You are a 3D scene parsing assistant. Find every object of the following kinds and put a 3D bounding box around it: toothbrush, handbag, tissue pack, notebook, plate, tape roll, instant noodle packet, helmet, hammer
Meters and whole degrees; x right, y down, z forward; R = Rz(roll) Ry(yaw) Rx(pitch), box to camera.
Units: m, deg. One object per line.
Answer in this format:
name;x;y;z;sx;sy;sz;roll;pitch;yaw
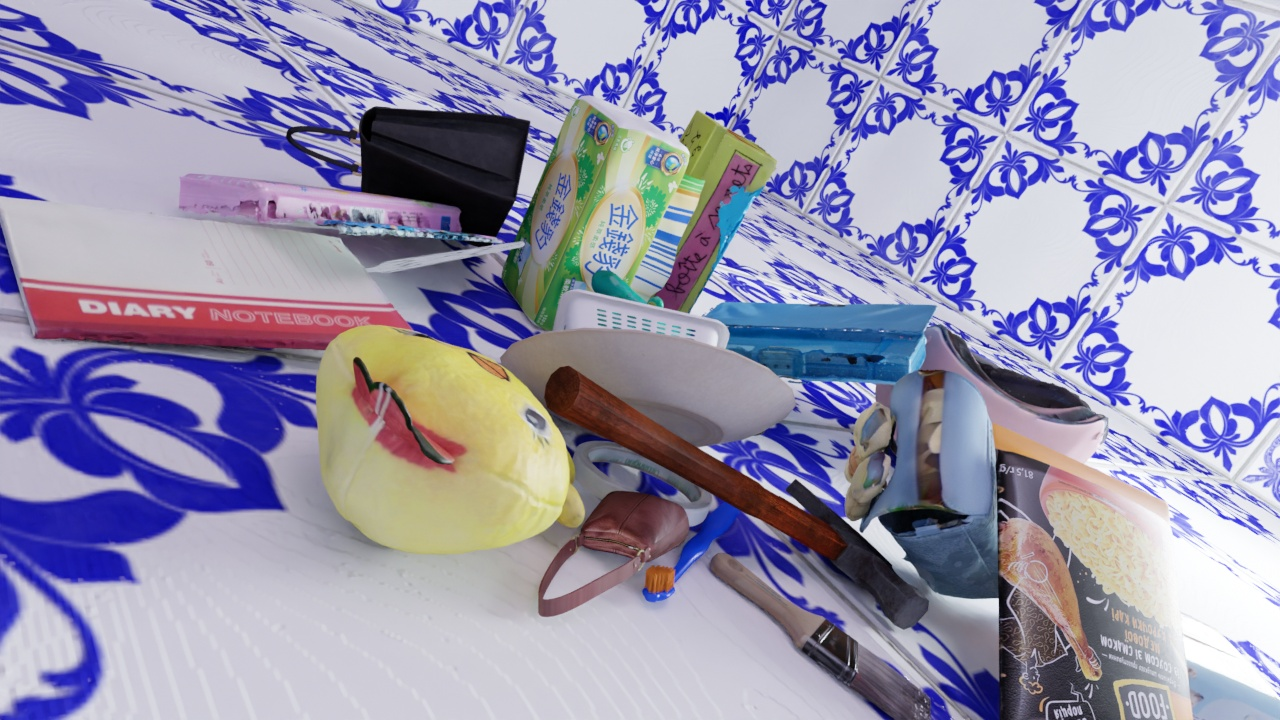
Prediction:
toothbrush;-0.168;-0.076;0.686;0.181;0.010;0.010;-15;41;-34
handbag;-0.021;0.102;0.479;0.055;0.029;0.119;8;16;24
tissue pack;0.359;0.216;0.665;0.182;0.070;0.112;25;17;-3
notebook;-0.253;-0.049;0.552;0.208;0.012;0.153;2;31;-43
toothbrush;0.037;0.109;0.563;0.016;0.018;0.182;6;10;20
plate;0.002;0.028;0.585;0.189;0.027;0.189;8;-20;3
handbag;0.207;0.095;0.662;0.119;0.121;0.192;-6;-32;29
tissue pack;-0.019;-0.120;0.835;0.141;0.198;0.120;13;29;-34
handbag;-0.215;-0.175;0.824;0.195;0.072;0.176;12;-10;-15
tape roll;0.001;0.077;0.584;0.093;0.013;0.093;20;11;-5
instant noodle packet;0.286;0.163;0.577;0.159;0.032;0.220;23;57;-16
helmet;0.345;0.060;0.948;0.230;0.153;0.255;26;14;1
hammer;0.060;0.079;0.556;0.300;0.028;0.111;33;9;-36

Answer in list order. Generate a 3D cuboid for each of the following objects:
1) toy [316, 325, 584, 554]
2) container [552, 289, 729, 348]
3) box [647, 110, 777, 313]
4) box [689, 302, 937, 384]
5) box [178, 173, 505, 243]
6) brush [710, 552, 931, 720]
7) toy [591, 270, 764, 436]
toy;-0.089;0.041;0.461;0.134;0.092;0.207;39;10;15
container;-0.004;0.004;0.678;0.129;0.081;0.049;12;34;-7
box;0.043;-0.137;0.939;0.081;0.221;0.124;23;20;-16
box;0.154;-0.021;0.872;0.232;0.033;0.174;3;19;26
box;-0.207;-0.111;0.710;0.160;0.035;0.230;12;9;26
brush;0.102;0.159;0.528;0.151;0.012;0.038;34;18;21
toy;0.032;-0.005;0.765;0.193;0.073;0.130;37;43;-5
